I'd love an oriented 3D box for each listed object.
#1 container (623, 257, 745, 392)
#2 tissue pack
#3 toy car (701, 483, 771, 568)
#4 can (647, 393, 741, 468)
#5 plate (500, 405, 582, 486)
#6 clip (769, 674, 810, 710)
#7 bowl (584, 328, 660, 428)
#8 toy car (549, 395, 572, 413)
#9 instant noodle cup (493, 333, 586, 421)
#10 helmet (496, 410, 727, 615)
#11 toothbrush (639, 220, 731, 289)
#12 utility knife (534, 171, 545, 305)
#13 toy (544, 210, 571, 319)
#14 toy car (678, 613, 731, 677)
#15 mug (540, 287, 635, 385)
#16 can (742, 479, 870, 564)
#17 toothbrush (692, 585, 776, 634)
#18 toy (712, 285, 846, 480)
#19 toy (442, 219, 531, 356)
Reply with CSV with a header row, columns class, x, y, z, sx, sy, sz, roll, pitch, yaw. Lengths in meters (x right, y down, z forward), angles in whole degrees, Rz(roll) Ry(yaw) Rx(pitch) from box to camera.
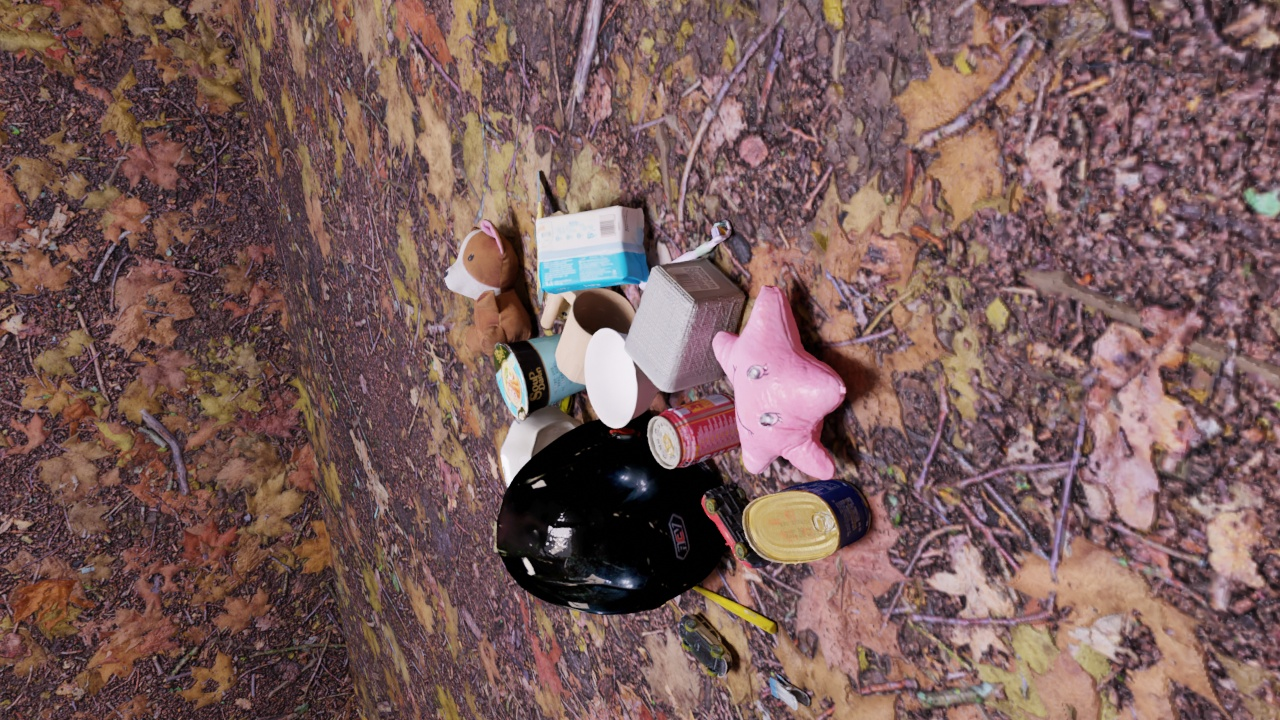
class,x,y,z,sx,sy,sz,roll,pitch,yaw
container,0.050,-0.042,0.994,0.090,0.090,0.115,48,136,35
tissue pack,-0.059,-0.129,1.094,0.140,0.063,0.090,-6,87,19
toy car,0.111,0.188,1.032,0.106,0.049,0.031,55,144,28
can,0.062,0.079,1.018,0.066,0.093,0.067,30,127,49
plate,-0.104,0.193,1.275,0.034,0.161,0.265,-12,92,44
clip,0.171,0.383,1.057,0.057,0.033,0.025,11,110,63
bowl,-0.011,0.018,1.092,0.118,0.064,0.118,18,112,54
toy car,-0.118,0.049,1.349,0.048,0.032,0.105,37,122,45
instant noodle cup,-0.124,0.013,1.250,0.111,0.120,0.111,43,142,47
helmet,-0.036,0.195,1.118,0.275,0.229,0.233,-2,104,38
toothbrush,0.044,-0.113,1.034,0.021,0.029,0.190,38,152,-14
utility knife,-0.133,-0.171,1.231,0.031,0.021,0.206,122,152,-61
toy,-0.097,-0.121,1.206,0.105,0.066,0.157,46,146,45
toy car,0.084,0.360,1.163,0.090,0.035,0.042,39,136,42
mug,-0.074,-0.042,1.177,0.124,0.084,0.104,42,141,12
can,0.167,0.164,0.934,0.148,0.049,0.074,-27,80,58
toothbrush,0.098,0.299,1.131,0.190,0.016,0.016,11,113,55
toy,0.138,0.023,0.893,0.179,0.074,0.194,-10,93,58
toy,-0.233,-0.109,1.384,0.140,0.130,0.199,8,101,62
